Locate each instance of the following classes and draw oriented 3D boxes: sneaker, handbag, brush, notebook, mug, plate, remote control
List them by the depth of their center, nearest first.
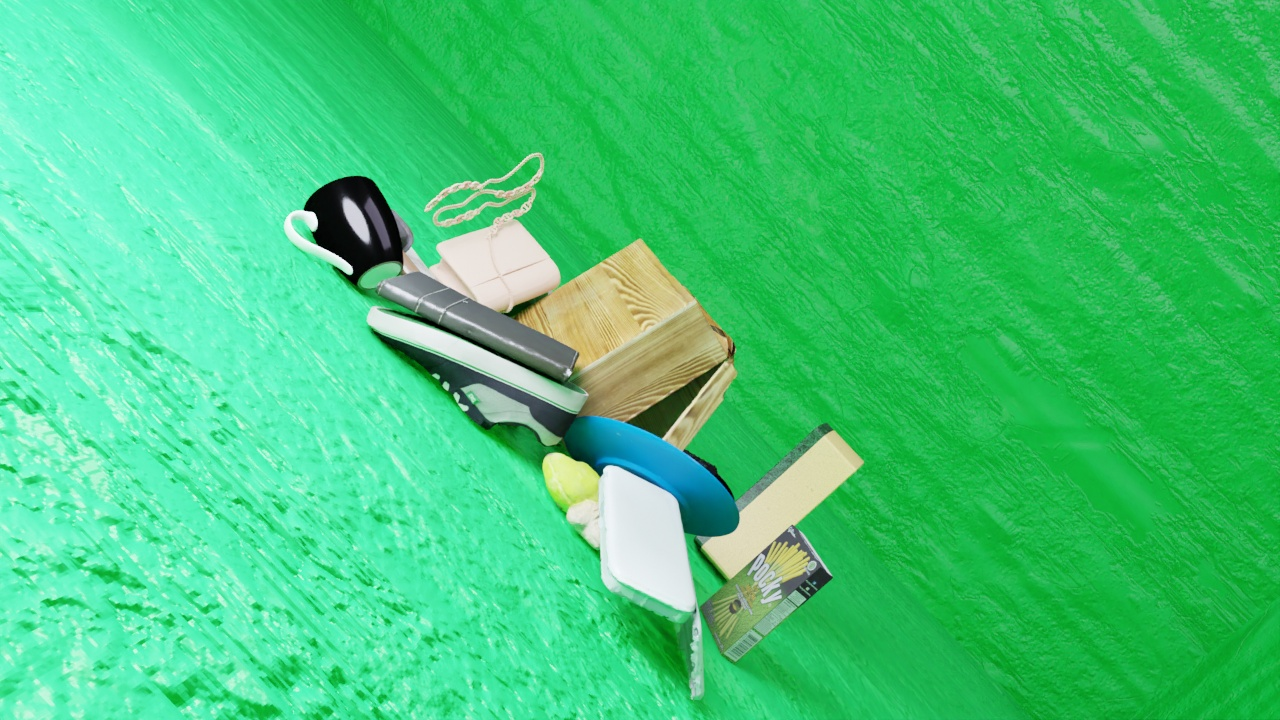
[{"bbox_3d":[-0.174,0.020,0.934,0.235,0.079,0.084,26,4,-16],"label":"sneaker"},{"bbox_3d":[-0.307,-0.127,0.956,0.118,0.085,0.100,-15,70,-48],"label":"mug"},{"bbox_3d":[-0.164,-0.038,0.977,0.209,0.029,0.169,29,5,-4],"label":"notebook"},{"bbox_3d":[0.005,0.142,1.032,0.224,0.024,0.225,25,-28,14],"label":"plate"},{"bbox_3d":[-0.301,-0.129,1.207,0.136,0.011,0.050,49,8,22],"label":"remote control"},{"bbox_3d":[-0.183,-0.153,1.218,0.116,0.188,0.198,46,44,16],"label":"handbag"},{"bbox_3d":[0.194,0.199,1.286,0.075,0.250,0.195,48,4,13],"label":"brush"}]

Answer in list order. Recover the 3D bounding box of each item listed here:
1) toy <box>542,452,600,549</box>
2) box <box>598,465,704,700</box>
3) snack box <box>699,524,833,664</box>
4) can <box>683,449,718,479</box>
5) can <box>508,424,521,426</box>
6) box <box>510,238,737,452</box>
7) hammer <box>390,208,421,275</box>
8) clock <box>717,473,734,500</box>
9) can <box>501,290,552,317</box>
[{"bbox_3d":[-0.058,0.148,0.954,0.115,0.046,0.092,59,12,28],"label":"toy"},{"bbox_3d":[0.023,0.204,0.893,0.186,0.084,0.210,53,10,-16],"label":"box"},{"bbox_3d":[0.140,0.263,1.037,0.025,0.148,0.080,42,9,-28],"label":"snack box"},{"bbox_3d":[0.049,0.152,1.361,0.138,0.054,0.054,28,-1,26],"label":"can"},{"bbox_3d":[-0.143,0.028,1.030,0.086,0.043,0.086,37,33,-29],"label":"can"},{"bbox_3d":[-0.002,0.004,1.232,0.220,0.258,0.279,56,1,-26],"label":"box"},{"bbox_3d":[-0.234,-0.057,1.087,0.328,0.052,0.098,50,8,3],"label":"hammer"},{"bbox_3d":[0.090,0.194,1.420,0.120,0.042,0.091,47,-21,10],"label":"clock"},{"bbox_3d":[-0.205,-0.119,1.396,0.140,0.088,0.087,39,10,-43],"label":"can"}]
